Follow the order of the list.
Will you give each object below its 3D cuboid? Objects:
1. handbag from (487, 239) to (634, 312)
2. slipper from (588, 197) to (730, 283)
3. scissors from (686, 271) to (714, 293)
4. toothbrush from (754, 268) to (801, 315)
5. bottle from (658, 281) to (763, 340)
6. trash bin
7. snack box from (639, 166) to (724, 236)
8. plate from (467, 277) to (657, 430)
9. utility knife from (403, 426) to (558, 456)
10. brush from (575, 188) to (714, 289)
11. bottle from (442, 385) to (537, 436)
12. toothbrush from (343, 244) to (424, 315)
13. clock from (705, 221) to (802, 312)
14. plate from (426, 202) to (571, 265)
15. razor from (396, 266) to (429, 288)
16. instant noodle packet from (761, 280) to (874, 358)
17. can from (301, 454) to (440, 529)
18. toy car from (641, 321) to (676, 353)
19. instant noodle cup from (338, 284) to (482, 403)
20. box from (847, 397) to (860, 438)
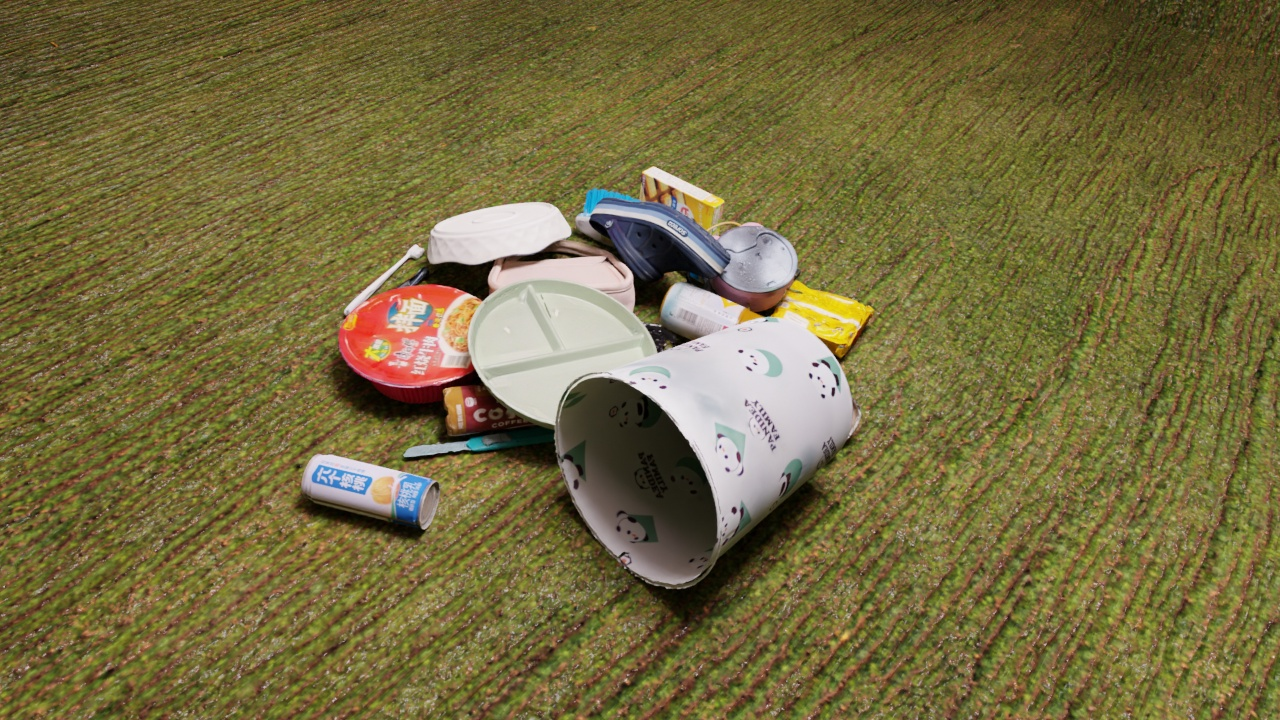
[{"bbox_3d":[-0.116,-0.115,1.272,0.193,0.093,0.234,-3,34,-11],"label":"handbag"},{"bbox_3d":[0.007,-0.159,1.247,0.253,0.105,0.095,27,87,46],"label":"slipper"},{"bbox_3d":[0.112,-0.075,1.268,0.159,0.014,0.180,37,61,21],"label":"scissors"},{"bbox_3d":[0.190,-0.089,1.322,0.017,0.012,0.185,32,46,12],"label":"toothbrush"},{"bbox_3d":[0.119,-0.040,1.200,0.189,0.068,0.067,25,44,11],"label":"bottle"},{"bbox_3d":[0.077,0.079,0.969,0.251,0.230,0.229,-25,50,-39],"label":"trash bin"},{"bbox_3d":[0.060,-0.231,1.410,0.140,0.087,0.033,30,45,24],"label":"snack box"},{"bbox_3d":[-0.091,-0.008,1.085,0.230,0.028,0.229,10,49,-12],"label":"plate"},{"bbox_3d":[-0.162,0.093,1.065,0.222,0.013,0.029,-7,35,-15],"label":"utility knife"},{"bbox_3d":[0.043,-0.168,1.368,0.315,0.061,0.109,20,48,12],"label":"brush"},{"bbox_3d":[-0.142,0.051,1.083,0.174,0.058,0.057,-6,43,-15],"label":"bottle"},{"bbox_3d":[-0.355,-0.112,1.275,0.016,0.016,0.179,23,43,10],"label":"toothbrush"},{"bbox_3d":[0.144,-0.137,1.269,0.117,0.060,0.158,-23,62,-16],"label":"clock"},{"bbox_3d":[-0.202,-0.182,1.292,0.205,0.045,0.204,-8,21,3],"label":"plate"},{"bbox_3d":[-0.333,-0.091,1.250,0.043,0.022,0.142,-21,17,41],"label":"razor"},{"bbox_3d":[0.243,-0.058,1.269,0.128,0.044,0.110,23,45,22],"label":"instant noodle packet"},{"bbox_3d":[-0.284,0.137,0.968,0.134,0.053,0.053,12,41,7],"label":"can"},{"bbox_3d":[-0.007,0.007,1.163,0.071,0.041,0.155,22,45,17],"label":"toy car"},{"bbox_3d":[-0.269,-0.012,1.134,0.194,0.066,0.193,3,40,-3],"label":"instant noodle cup"},{"bbox_3d":[0.180,0.051,1.111,0.162,0.076,0.087,32,19,22],"label":"box"}]
